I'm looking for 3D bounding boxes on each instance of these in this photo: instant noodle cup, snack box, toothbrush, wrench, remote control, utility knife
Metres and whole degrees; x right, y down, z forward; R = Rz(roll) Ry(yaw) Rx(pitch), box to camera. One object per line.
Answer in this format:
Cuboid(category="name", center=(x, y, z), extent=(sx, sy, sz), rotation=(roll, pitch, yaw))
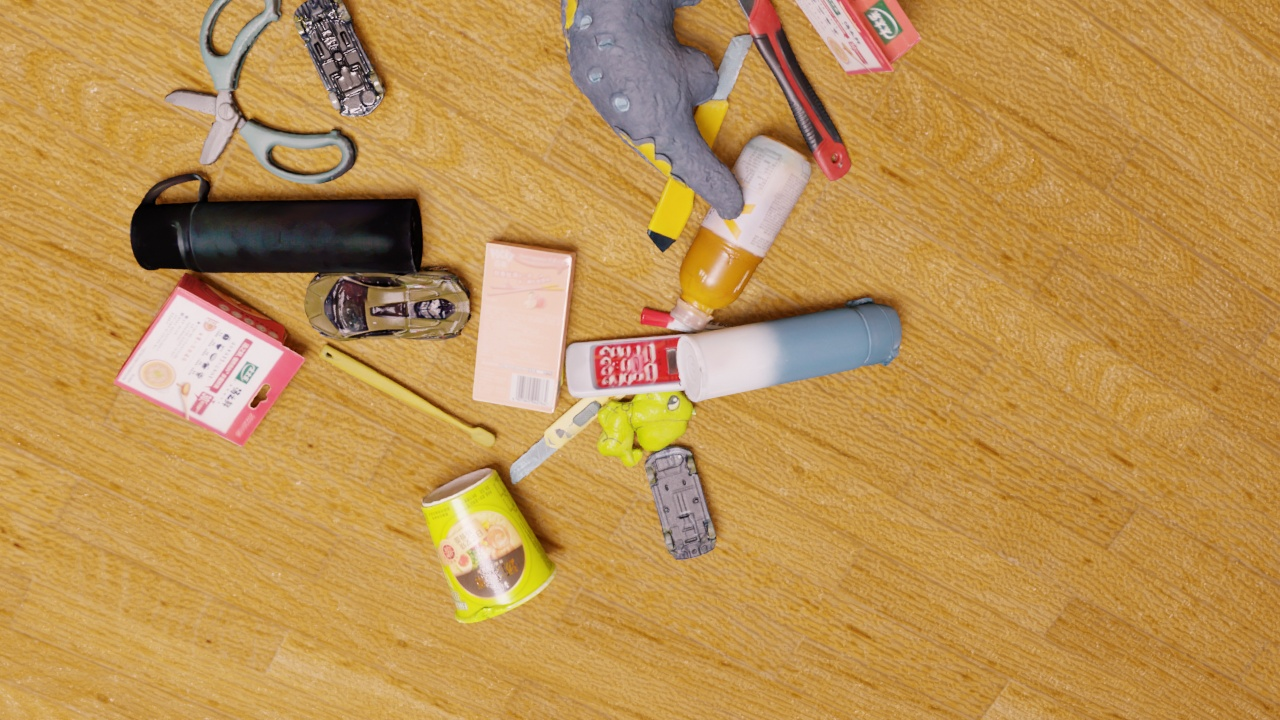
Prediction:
Cuboid(category="instant noodle cup", center=(-0.158, 0.177, 0.911), extent=(0.112, 0.111, 0.123), rotation=(-24, 98, 2))
Cuboid(category="snack box", center=(0.181, -0.305, 0.788), extent=(0.044, 0.127, 0.113), rotation=(-39, 106, 6))
Cuboid(category="toothbrush", center=(-0.227, 0.035, 0.908), extent=(0.190, 0.016, 0.016), rotation=(30, 102, -11))
Cuboid(category="wrench", center=(0.127, -0.288, 0.840), extent=(0.056, 0.016, 0.273), rotation=(-34, 108, -17))
Cuboid(category="snack box", center=(-0.113, -0.032, 0.883), extent=(0.084, 0.026, 0.157), rotation=(10, 104, 6))
Cuboid(category="remote control", center=(-0.005, 0.005, 0.901), extent=(0.136, 0.020, 0.056), rotation=(-4, 80, 1))
Cuboid(category="snack box", center=(-0.400, 0.001, 0.861), extent=(0.127, 0.044, 0.113), rotation=(34, 100, -27))
Cuboid(category="utility knife", center=(0.057, -0.204, 0.864), extent=(0.033, 0.015, 0.216), rotation=(21, 103, -11))
Cuboid(category="utility knife", center=(-0.057, 0.055, 0.930), extent=(0.205, 0.021, 0.031), rotation=(-39, 101, 11))

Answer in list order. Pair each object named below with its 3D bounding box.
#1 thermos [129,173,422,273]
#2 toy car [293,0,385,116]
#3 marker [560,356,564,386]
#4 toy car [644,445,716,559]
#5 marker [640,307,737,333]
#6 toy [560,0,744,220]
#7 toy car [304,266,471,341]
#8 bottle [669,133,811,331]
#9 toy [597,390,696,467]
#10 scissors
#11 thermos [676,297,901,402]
Cuboid(category="thermos", center=(-0.324, -0.124, 0.830), extent=(0.242, 0.068, 0.090), rotation=(0, 89, -4))
Cuboid(category="toy car", center=(-0.264, -0.267, 0.811), extent=(0.049, 0.031, 0.105), rotation=(-22, 105, 2))
Cuboid(category="marker", center=(-0.083, -0.033, 0.902), extent=(0.018, 0.015, 0.124), rotation=(4, 103, 7))
Cuboid(category="toy car", center=(0.041, 0.147, 0.951), extent=(0.054, 0.037, 0.120), rotation=(-16, 96, 0))
Cuboid(category="marker", center=(0.072, -0.031, 0.913), extent=(0.145, 0.017, 0.017), rotation=(10, 104, -7))
Cuboid(category="toy", center=(0.001, -0.290, 0.790), extent=(0.138, 0.091, 0.356), rotation=(-10, 98, -2))
Cuboid(category="toy car", center=(-0.240, -0.051, 0.870), extent=(0.158, 0.042, 0.070), rotation=(-2, 105, -2))
Cuboid(category="bottle", center=(0.089, -0.116, 0.864), extent=(0.068, 0.068, 0.190), rotation=(27, 102, -11))
Cuboid(category="toy", center=(0.006, 0.061, 0.924), extent=(0.100, 0.031, 0.097), rotation=(-1, 105, -10))
Cuboid(category="scissors", center=(-0.327, -0.238, 0.822), extent=(0.170, 0.019, 0.171), rotation=(24, 101, -12))
Cuboid(category="thermos", center=(0.146, -0.012, 0.882), extent=(0.220, 0.070, 0.070), rotation=(-11, 107, -16))
